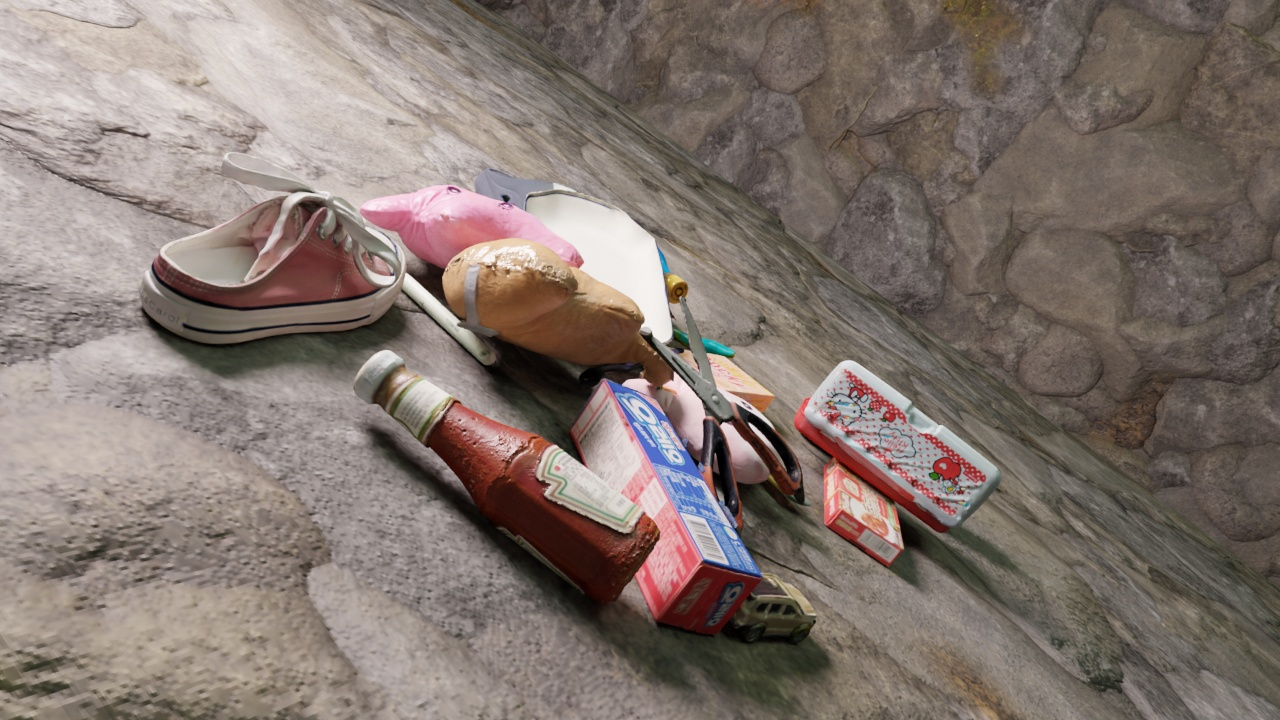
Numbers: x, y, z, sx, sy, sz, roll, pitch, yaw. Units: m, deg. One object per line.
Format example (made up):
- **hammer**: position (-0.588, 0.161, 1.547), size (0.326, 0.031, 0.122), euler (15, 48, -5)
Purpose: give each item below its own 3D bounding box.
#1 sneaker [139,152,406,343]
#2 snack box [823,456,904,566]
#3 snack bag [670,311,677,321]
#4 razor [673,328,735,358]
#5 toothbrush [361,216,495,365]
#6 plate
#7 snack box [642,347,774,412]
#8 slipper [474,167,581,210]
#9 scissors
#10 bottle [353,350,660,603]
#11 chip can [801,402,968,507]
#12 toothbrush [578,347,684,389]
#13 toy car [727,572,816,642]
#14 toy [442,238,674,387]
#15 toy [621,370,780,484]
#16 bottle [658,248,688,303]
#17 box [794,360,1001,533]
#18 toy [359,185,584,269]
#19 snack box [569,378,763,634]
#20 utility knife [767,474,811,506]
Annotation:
- **sneaker**: position (-0.227, -0.076, 0.627), size (0.118, 0.088, 0.240), euler (36, 19, 7)
- **snack box**: position (0.225, 0.149, 0.938), size (0.075, 0.025, 0.152), euler (35, 18, 1)
- **snack bag**: position (0.004, -0.086, 1.157), size (0.105, 0.026, 0.045), euler (43, 11, 24)
- **razor**: position (0.056, -0.033, 1.105), size (0.132, 0.028, 0.043), euler (27, 45, -13)
- **toothbrush**: position (-0.187, -0.058, 0.764), size (0.189, 0.029, 0.020), euler (41, -21, 17)
- **plate**: position (-0.052, -0.089, 0.958), size (0.162, 0.034, 0.265), euler (15, 38, -20)
- **snack box**: position (0.074, 0.021, 0.993), size (0.084, 0.026, 0.157), euler (39, 18, 32)
- **slipper**: position (-0.125, -0.186, 1.104), size (0.110, 0.083, 0.268), euler (18, 23, -37)
- **scissors**: position (0.072, 0.052, 0.766), size (0.188, 0.015, 0.224), euler (14, 59, -46)
- **bottle**: position (-0.085, 0.066, 0.556), size (0.206, 0.060, 0.059), euler (35, 18, 6)
- **chip can**: position (0.292, 0.110, 1.080), size (0.210, 0.071, 0.071), euler (32, 18, -5)
- **toothbrush**: position (-0.005, 0.005, 0.881), size (0.014, 0.017, 0.188), euler (32, 24, 23)
- **toy car**: position (0.089, 0.169, 0.635), size (0.090, 0.035, 0.042), euler (20, 24, -43)
- **toy**: position (-0.062, -0.035, 0.767), size (0.144, 0.082, 0.225), euler (13, -10, 42)
- **toy**: position (0.059, 0.055, 0.850), size (0.159, 0.054, 0.121), euler (31, 23, 11)
- **bottle**: position (-0.020, -0.127, 1.112), size (0.065, 0.065, 0.219), euler (15, 18, -45)
- **box**: position (0.270, 0.086, 0.974), size (0.201, 0.100, 0.094), euler (37, 18, 5)
- **toy**: position (-0.143, -0.111, 0.811), size (0.194, 0.074, 0.178), euler (15, 3, 1)
- **snack box**: position (0.011, 0.094, 0.650), size (0.057, 0.058, 0.207), euler (22, 22, -33)
- **utility knife**: position (0.103, 0.085, 0.903), size (0.031, 0.019, 0.178), euler (20, 23, -48)
